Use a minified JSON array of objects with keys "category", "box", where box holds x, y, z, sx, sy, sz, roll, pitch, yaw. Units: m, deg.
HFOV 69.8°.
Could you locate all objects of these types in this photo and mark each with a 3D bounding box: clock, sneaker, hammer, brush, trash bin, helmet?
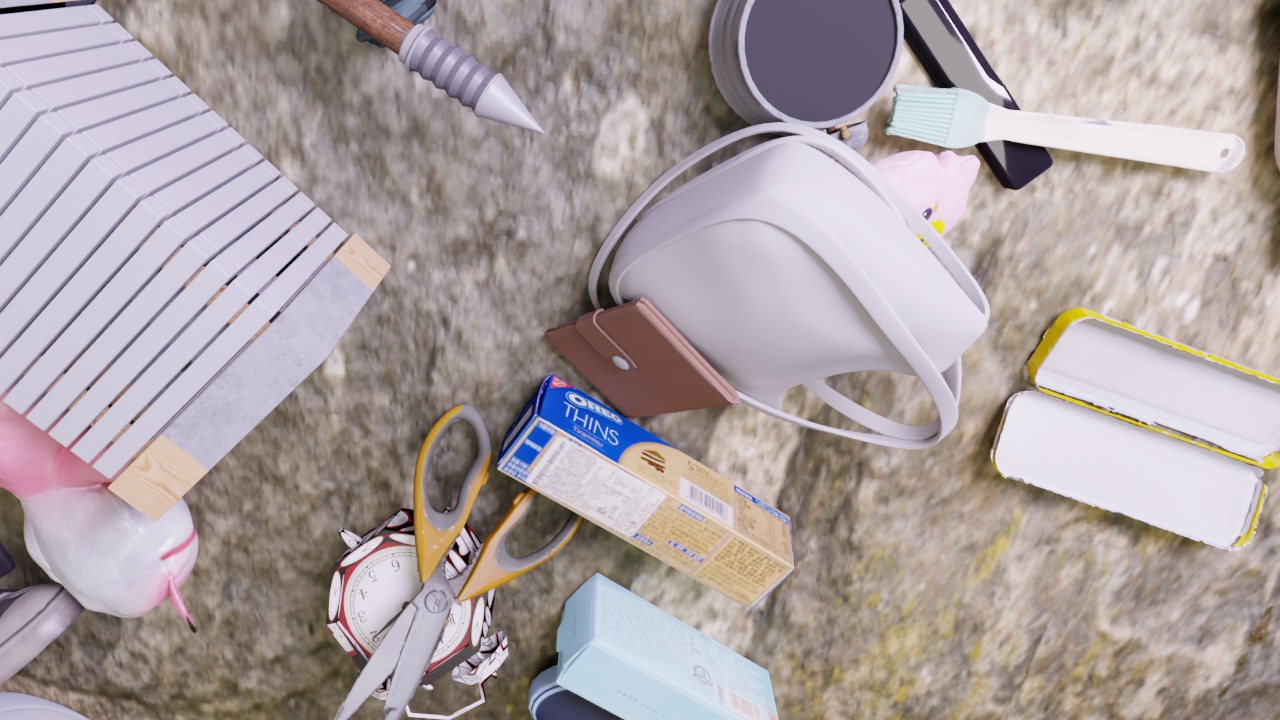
[{"category":"clock","box":[0.096,-0.164,0.510,0.104,0.056,0.148,-20,109,-2]},{"category":"clock","box":[-0.154,0.182,0.655,0.115,0.065,0.155,-12,99,4]},{"category":"sneaker","box":[0.021,0.319,0.705,0.241,0.098,0.083,34,109,-15]},{"category":"hammer","box":[-0.186,-0.207,0.459,0.322,0.043,0.156,34,110,-3]},{"category":"sneaker","box":[-0.488,0.161,0.615,0.235,0.095,0.120,-7,120,21]},{"category":"brush","box":[0.250,-0.133,0.535,0.217,0.012,0.033,6,114,-6]},{"category":"trash bin","box":[-0.292,-0.069,0.497,0.143,0.142,0.247,-40,109,15]},{"category":"helmet","box":[-0.470,0.336,0.665,0.237,0.163,0.264,-25,114,13]}]

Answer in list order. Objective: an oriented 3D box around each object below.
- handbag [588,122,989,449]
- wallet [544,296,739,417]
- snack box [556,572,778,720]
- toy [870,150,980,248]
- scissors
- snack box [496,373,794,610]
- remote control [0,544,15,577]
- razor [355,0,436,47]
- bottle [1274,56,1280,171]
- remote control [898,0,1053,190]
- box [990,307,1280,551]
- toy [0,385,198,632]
[{"category":"handbag","box":[0.097,-0.020,0.546,0.222,0.095,0.216,41,147,-23]},{"category":"wallet","box":[-0.003,0.003,0.563,0.087,0.121,0.013,45,63,-18]},{"category":"snack box","box":[0.022,0.234,0.680,0.174,0.074,0.053,34,110,-16]},{"category":"toy","box":[0.157,-0.089,0.544,0.093,0.050,0.103,-21,153,-14]},{"category":"scissors","box":[-0.115,0.146,0.603,0.162,0.016,0.225,21,73,-20]},{"category":"snack box","box":[0.007,0.089,0.620,0.206,0.057,0.056,32,119,-13]},{"category":"remote control","box":[-0.497,0.109,0.647,0.046,0.009,0.124,-20,113,8]},{"category":"razor","box":[-0.132,-0.239,0.481,0.052,0.047,0.143,-5,114,-26]},{"category":"bottle","box":[0.396,-0.150,0.525,0.052,0.052,0.195,-12,114,4]},{"category":"remote control","box":[0.194,-0.160,0.536,0.032,0.015,0.136,-37,110,14]},{"category":"box","box":[0.352,0.049,0.626,0.209,0.038,0.130,18,104,-10]},{"category":"toy","box":[-0.357,0.079,0.581,0.142,0.084,0.213,1,125,38]}]
